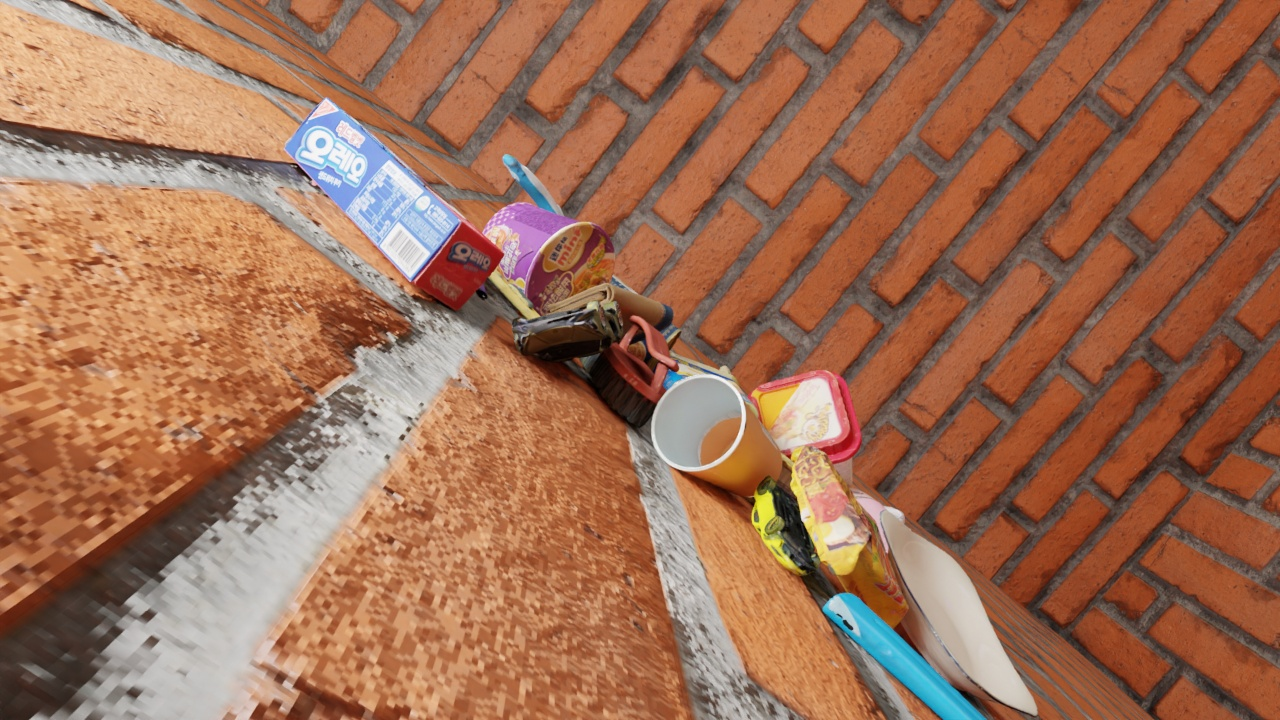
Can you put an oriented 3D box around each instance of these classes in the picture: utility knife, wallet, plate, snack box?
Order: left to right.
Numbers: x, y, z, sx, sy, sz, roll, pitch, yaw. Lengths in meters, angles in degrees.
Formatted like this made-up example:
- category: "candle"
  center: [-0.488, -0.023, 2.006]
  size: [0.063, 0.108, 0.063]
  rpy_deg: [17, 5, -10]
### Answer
- category: "snack box"
  center: [-0.187, -0.120, 0.676]
  size: [0.207, 0.057, 0.058]
  rpy_deg: [41, 3, 33]
- category: "utility knife"
  center: [-0.122, -0.064, 0.830]
  size: [0.183, 0.019, 0.031]
  rpy_deg: [41, 2, 16]
- category: "wallet"
  center: [-0.032, -0.040, 0.879]
  size: [0.115, 0.090, 0.033]
  rpy_deg: [13, 60, -59]
- category: "utility knife"
  center: [0.195, 0.219, 0.597]
  size: [0.182, 0.018, 0.034]
  rpy_deg: [42, 21, 21]
- category: "plate"
  center: [0.250, 0.213, 0.759]
  size: [0.163, 0.034, 0.164]
  rpy_deg: [35, 26, -35]

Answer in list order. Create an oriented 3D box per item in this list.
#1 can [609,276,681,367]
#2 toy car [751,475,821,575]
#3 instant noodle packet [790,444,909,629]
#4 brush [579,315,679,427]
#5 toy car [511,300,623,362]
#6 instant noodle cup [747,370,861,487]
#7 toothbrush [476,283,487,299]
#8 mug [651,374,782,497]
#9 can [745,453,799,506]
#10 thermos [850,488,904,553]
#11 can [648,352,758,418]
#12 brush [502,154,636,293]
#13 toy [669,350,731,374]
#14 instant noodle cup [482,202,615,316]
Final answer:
- category: "can"
  center: [-0.020, -0.038, 1.026]
  size: [0.111, 0.075, 0.075]
  rpy_deg: [39, 5, 7]
- category: "toy car"
  center: [0.106, 0.128, 0.698]
  size: [0.048, 0.032, 0.105]
  rpy_deg: [46, 14, -14]
- category: "instant noodle packet"
  center: [0.159, 0.137, 0.692]
  size: [0.128, 0.044, 0.110]
  rpy_deg: [53, 18, -40]
- category: "brush"
  center: [-0.005, 0.005, 0.789]
  size: [0.063, 0.069, 0.146]
  rpy_deg: [36, 6, -20]
- category: "toy car"
  center: [-0.055, -0.021, 0.711]
  size: [0.158, 0.070, 0.042]
  rpy_deg: [-6, 84, -82]
- category: "instant noodle cup"
  center: [0.186, 0.091, 1.025]
  size: [0.124, 0.117, 0.116]
  rpy_deg: [64, 15, -50]
- category: "toothbrush"
  center: [-0.156, -0.088, 0.856]
  size: [0.014, 0.017, 0.189]
  rpy_deg: [30, 10, -24]
- category: "mug"
  center: [0.070, 0.068, 0.750]
  size: [0.078, 0.078, 0.122]
  rpy_deg: [42, 2, 35]
- category: "can"
  center: [0.114, 0.105, 0.857]
  size: [0.148, 0.049, 0.074]
  rpy_deg: [38, 6, -12]
- category: "thermos"
  center: [0.247, 0.185, 0.935]
  size: [0.087, 0.067, 0.198]
  rpy_deg: [1, 8, -2]
- category: "can"
  center: [0.059, 0.041, 0.916]
  size: [0.102, 0.057, 0.083]
  rpy_deg: [21, 13, -16]
- category: "brush"
  center: [-0.082, -0.113, 1.055]
  size: [0.314, 0.109, 0.060]
  rpy_deg: [33, 10, -48]
- category: "toy"
  center: [0.062, 0.038, 1.078]
  size: [0.157, 0.066, 0.104]
  rpy_deg: [37, 36, 28]
- category: "instant noodle cup"
  center: [-0.098, -0.099, 0.898]
  size: [0.099, 0.111, 0.111]
  rpy_deg: [31, 0, 34]
